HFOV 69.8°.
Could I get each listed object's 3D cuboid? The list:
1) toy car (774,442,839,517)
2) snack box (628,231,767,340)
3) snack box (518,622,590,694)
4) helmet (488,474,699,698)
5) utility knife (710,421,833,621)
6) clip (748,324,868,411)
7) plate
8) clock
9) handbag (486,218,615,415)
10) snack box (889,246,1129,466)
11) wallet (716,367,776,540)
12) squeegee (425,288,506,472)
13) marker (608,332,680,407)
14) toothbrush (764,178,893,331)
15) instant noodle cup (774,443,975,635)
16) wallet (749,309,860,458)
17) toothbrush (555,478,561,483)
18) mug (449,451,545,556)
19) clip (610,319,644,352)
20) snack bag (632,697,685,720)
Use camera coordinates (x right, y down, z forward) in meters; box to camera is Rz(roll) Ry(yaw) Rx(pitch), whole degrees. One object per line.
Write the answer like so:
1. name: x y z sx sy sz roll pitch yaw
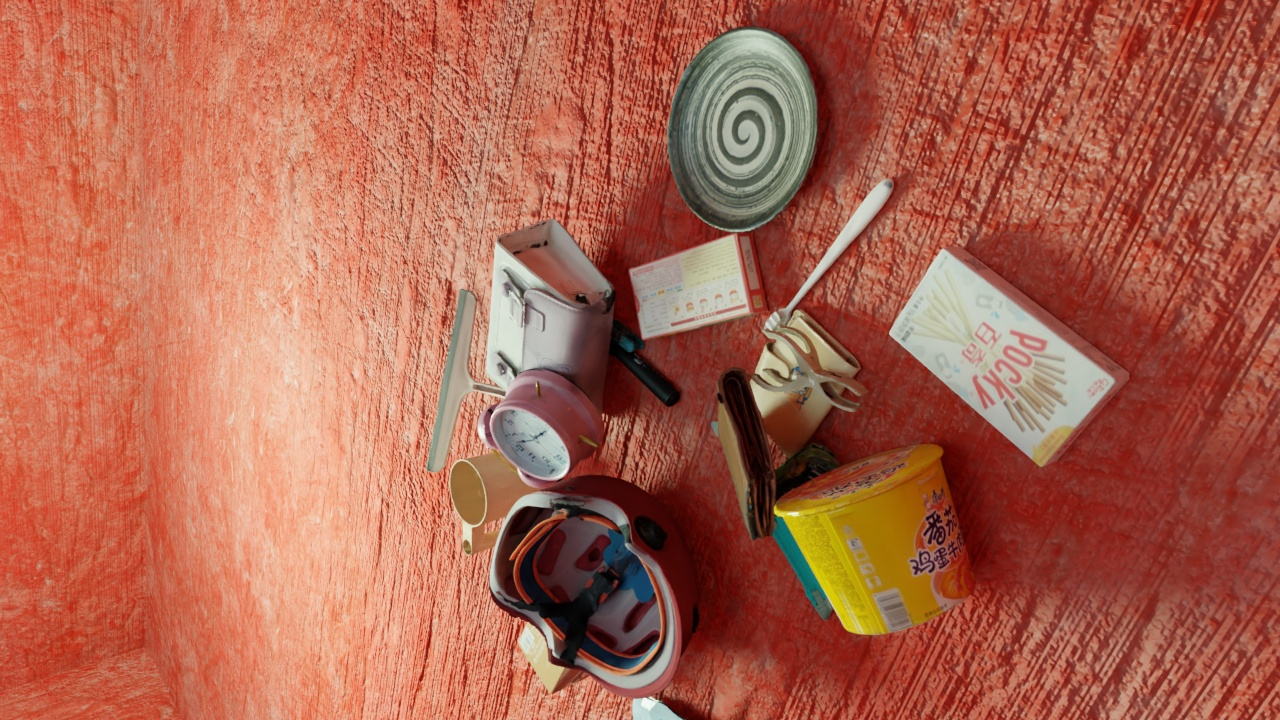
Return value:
1. toy car: 0.140 0.109 0.825 0.091 0.043 0.036 -47 18 37
2. snack box: 0.052 -0.070 0.898 0.156 0.027 0.077 -12 89 49
3. snack box: -0.074 0.317 1.071 0.077 0.094 0.093 48 130 31
4. helmet: -0.026 0.222 0.967 0.240 0.143 0.207 38 122 19
5. utility knife: 0.123 0.147 0.875 0.029 0.013 0.216 -50 61 41
6. clip: 0.137 0.019 0.788 0.103 0.034 0.093 51 125 15
7. plate: 0.092 -0.206 0.825 0.180 0.024 0.179 10 103 46
8. clock: -0.113 0.079 0.986 0.117 0.059 0.159 45 139 -7
9. handbag: -0.099 -0.030 1.002 0.145 0.098 0.197 40 141 27
10. snack box: 0.264 -0.006 0.675 0.157 0.026 0.085 48 130 31
11. wallet: 0.090 0.081 0.797 0.101 0.032 0.124 83 175 -49
12. squeegee: -0.160 0.045 1.153 0.250 0.040 0.247 11 89 41
13. marker: -0.006 0.006 0.985 0.132 0.020 0.022 42 115 35
14. toothbrush: 0.158 -0.085 0.784 0.016 0.016 0.181 55 133 23
15. instant noodle cup: 0.190 0.140 0.718 0.138 0.137 0.110 -23 90 48
16. wallet: 0.138 0.020 0.825 0.087 0.024 0.115 51 133 30
17. toothbrush: -0.092 0.179 1.125 0.018 0.014 0.189 -14 87 39
18. mug: -0.172 0.172 1.143 0.084 0.103 0.125 18 111 45
19. clip: -0.020 -0.027 0.993 0.056 0.043 0.014 39 127 37
20. snack bag: 0.061 0.427 0.988 0.191 0.038 0.110 -11 101 50
